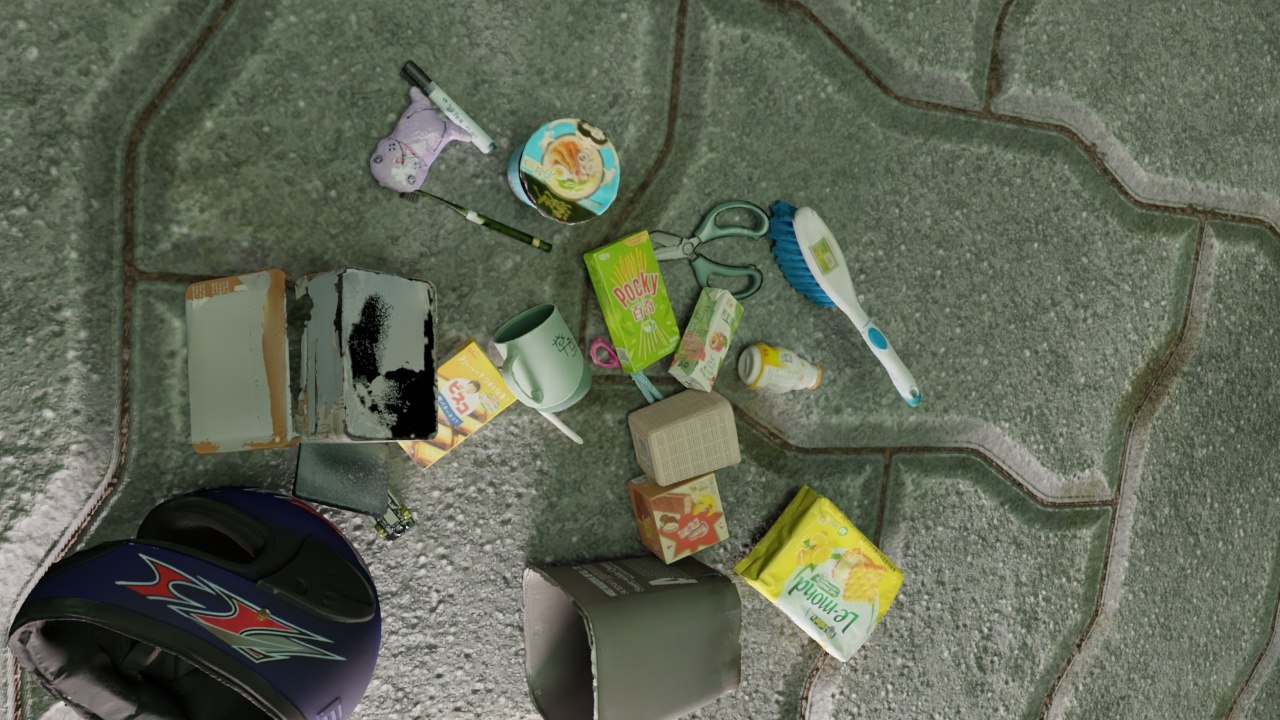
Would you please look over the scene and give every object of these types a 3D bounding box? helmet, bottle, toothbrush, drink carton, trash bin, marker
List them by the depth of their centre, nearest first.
[{"bbox_3d":[-0.402,0.240,0.897,0.248,0.239,0.315,-27,122,24],"label":"helmet"},{"bbox_3d":[-0.211,-0.277,1.014,0.023,0.018,0.130,-39,114,15],"label":"marker"},{"bbox_3d":[-0.185,-0.159,1.048,0.185,0.012,0.017,20,97,-25],"label":"toothbrush"},{"bbox_3d":[-0.136,0.050,1.104,0.180,0.016,0.016,41,90,-23],"label":"toothbrush"},{"bbox_3d":[-0.009,0.340,1.121,0.219,0.199,0.199,-7,102,-29],"label":"trash bin"},{"bbox_3d":[0.082,-0.027,1.152,0.053,0.046,0.122,38,69,-48],"label":"drink carton"},{"bbox_3d":[0.185,0.014,1.209,0.108,0.063,0.063,10,95,-24],"label":"bottle"}]

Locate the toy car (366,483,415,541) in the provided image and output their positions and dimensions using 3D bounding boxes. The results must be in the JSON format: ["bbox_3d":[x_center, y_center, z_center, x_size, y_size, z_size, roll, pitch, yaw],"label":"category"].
[{"bbox_3d":[-0.297,0.162,1.044,0.042,0.035,0.090,-37,111,-15],"label":"toy car"}]

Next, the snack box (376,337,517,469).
[{"bbox_3d":[-0.221,0.049,1.050,0.140,0.034,0.087,-38,111,-7],"label":"snack box"}]

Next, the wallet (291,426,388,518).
[{"bbox_3d":[-0.320,0.118,0.985,0.097,0.120,0.019,19,116,-25],"label":"wallet"}]

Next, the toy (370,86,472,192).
[{"bbox_3d":[-0.244,-0.229,0.993,0.084,0.039,0.108,37,83,-7],"label":"toy"}]

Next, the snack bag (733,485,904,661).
[{"bbox_3d":[0.256,0.299,1.287,0.246,0.068,0.158,44,81,-23],"label":"snack bag"}]

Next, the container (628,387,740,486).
[{"bbox_3d":[0.053,0.095,1.151,0.110,0.090,0.090,-19,113,-16],"label":"container"}]

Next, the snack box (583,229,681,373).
[{"bbox_3d":[-0.007,-0.072,1.122,0.085,0.026,0.156,-29,109,-32],"label":"snack box"}]

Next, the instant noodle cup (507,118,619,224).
[{"bbox_3d":[-0.094,-0.209,1.019,0.111,0.120,0.111,-4,102,-22],"label":"instant noodle cup"}]

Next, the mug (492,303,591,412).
[{"bbox_3d":[-0.116,0.008,1.057,0.106,0.082,0.111,63,36,-23],"label":"mug"}]

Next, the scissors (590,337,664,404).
[{"bbox_3d":[-0.004,0.006,1.156,0.137,0.017,0.072,44,71,-28],"label":"scissors"}]

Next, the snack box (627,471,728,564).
[{"bbox_3d":[0.048,0.191,1.174,0.092,0.077,0.094,-19,107,-20],"label":"snack box"}]

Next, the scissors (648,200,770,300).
[{"bbox_3d":[0.087,-0.126,1.165,0.179,0.019,0.161,-15,109,-14],"label":"scissors"}]

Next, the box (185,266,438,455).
[{"bbox_3d":[-0.332,0.004,0.961,0.218,0.157,0.180,-7,85,21],"label":"box"}]

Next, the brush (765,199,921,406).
[{"bbox_3d":[0.268,-0.071,1.205,0.060,0.109,0.314,-38,111,-16],"label":"brush"}]
